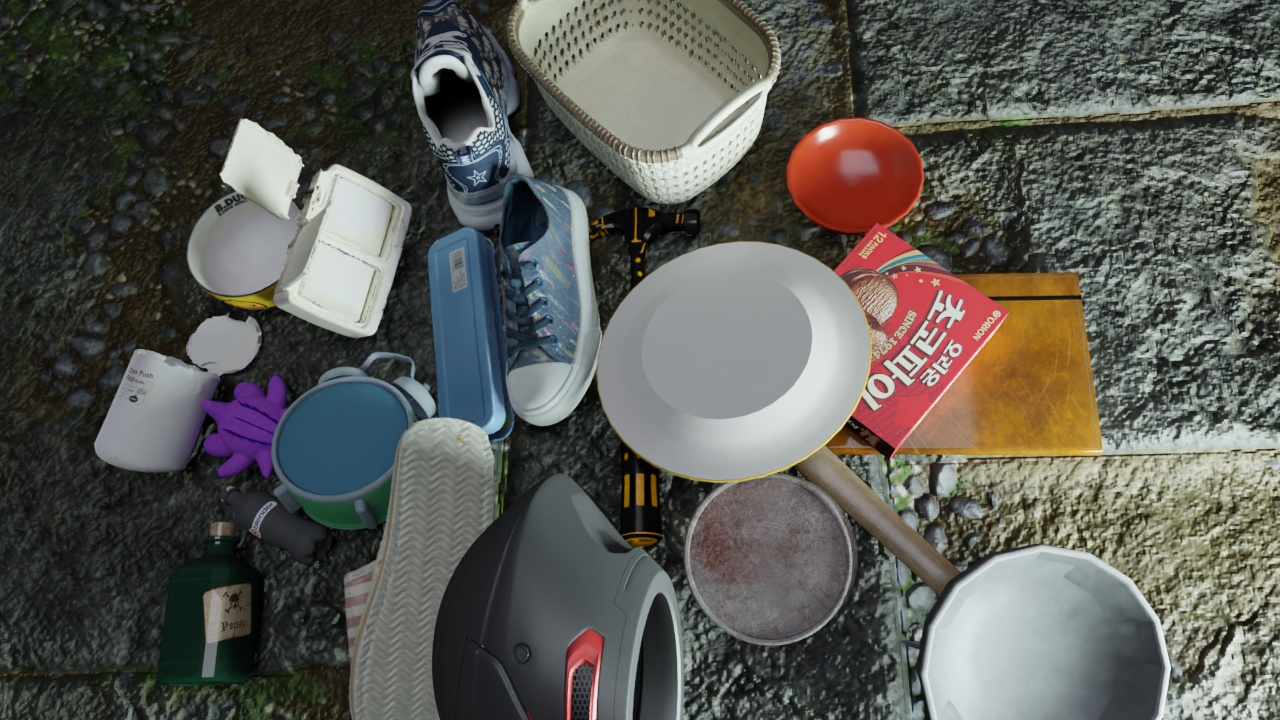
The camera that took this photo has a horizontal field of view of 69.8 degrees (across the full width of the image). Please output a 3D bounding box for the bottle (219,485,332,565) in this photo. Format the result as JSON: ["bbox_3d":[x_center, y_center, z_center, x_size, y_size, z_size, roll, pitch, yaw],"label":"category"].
[{"bbox_3d":[-0.321,0.140,0.800,0.110,0.036,0.036,25,74,15],"label":"bottle"}]

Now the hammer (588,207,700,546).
[{"bbox_3d":[-0.005,0.005,0.814,0.123,0.036,0.320,-4,67,10],"label":"hammer"}]

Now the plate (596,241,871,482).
[{"bbox_3d":[0.071,-0.009,0.757,0.230,0.021,0.229,-8,59,12],"label":"plate"}]

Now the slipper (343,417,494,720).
[{"bbox_3d":[-0.178,0.177,0.742,0.115,0.052,0.262,11,81,-25],"label":"slipper"}]

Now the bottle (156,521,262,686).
[{"bbox_3d":[-0.356,0.202,0.767,0.061,0.061,0.131,-6,69,7],"label":"bottle"}]

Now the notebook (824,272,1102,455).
[{"bbox_3d":[0.254,-0.006,0.793,0.249,0.014,0.178,-1,70,7],"label":"notebook"}]

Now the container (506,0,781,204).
[{"bbox_3d":[0.005,-0.266,0.855,0.184,0.143,0.246,-40,69,-8],"label":"container"}]

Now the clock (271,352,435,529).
[{"bbox_3d":[-0.243,0.064,0.803,0.122,0.075,0.161,9,58,9],"label":"clock"}]

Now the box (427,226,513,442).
[{"bbox_3d":[-0.158,-0.021,0.852,0.066,0.049,0.209,-19,65,20],"label":"box"}]

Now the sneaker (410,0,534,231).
[{"bbox_3d":[-0.177,-0.265,0.883,0.103,0.132,0.269,-18,67,2],"label":"sneaker"}]

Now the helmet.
[{"bbox_3d":[-0.066,0.215,0.671,0.170,0.164,0.264,-1,78,18],"label":"helmet"}]

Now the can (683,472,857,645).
[{"bbox_3d":[0.102,0.153,0.718,0.130,0.044,0.130,-3,80,19],"label":"can"}]

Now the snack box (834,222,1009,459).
[{"bbox_3d":[0.205,-0.018,0.775,0.132,0.036,0.152,39,79,18],"label":"snack box"}]

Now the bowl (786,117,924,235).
[{"bbox_3d":[0.197,-0.164,0.850,0.122,0.035,0.121,-2,69,6],"label":"bowl"}]

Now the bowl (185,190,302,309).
[{"bbox_3d":[-0.362,-0.100,0.879,0.117,0.068,0.117,-2,69,6],"label":"bowl"}]

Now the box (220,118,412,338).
[{"bbox_3d":[-0.275,-0.112,0.811,0.095,0.185,0.145,4,74,24],"label":"box"}]

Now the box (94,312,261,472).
[{"bbox_3d":[-0.422,0.022,0.842,0.084,0.112,0.162,19,86,18],"label":"box"}]

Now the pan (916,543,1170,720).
[{"bbox_3d":[0.224,0.284,0.665,0.178,0.041,0.357,44,88,0],"label":"pan"}]

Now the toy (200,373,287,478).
[{"bbox_3d":[-0.348,0.059,0.823,0.088,0.056,0.106,19,73,16],"label":"toy"}]

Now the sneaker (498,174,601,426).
[{"bbox_3d":[-0.089,-0.062,0.813,0.088,0.079,0.235,-12,66,27],"label":"sneaker"}]

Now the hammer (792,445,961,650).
[{"bbox_3d":[0.168,0.104,0.743,0.331,0.031,0.119,43,84,15],"label":"hammer"}]
